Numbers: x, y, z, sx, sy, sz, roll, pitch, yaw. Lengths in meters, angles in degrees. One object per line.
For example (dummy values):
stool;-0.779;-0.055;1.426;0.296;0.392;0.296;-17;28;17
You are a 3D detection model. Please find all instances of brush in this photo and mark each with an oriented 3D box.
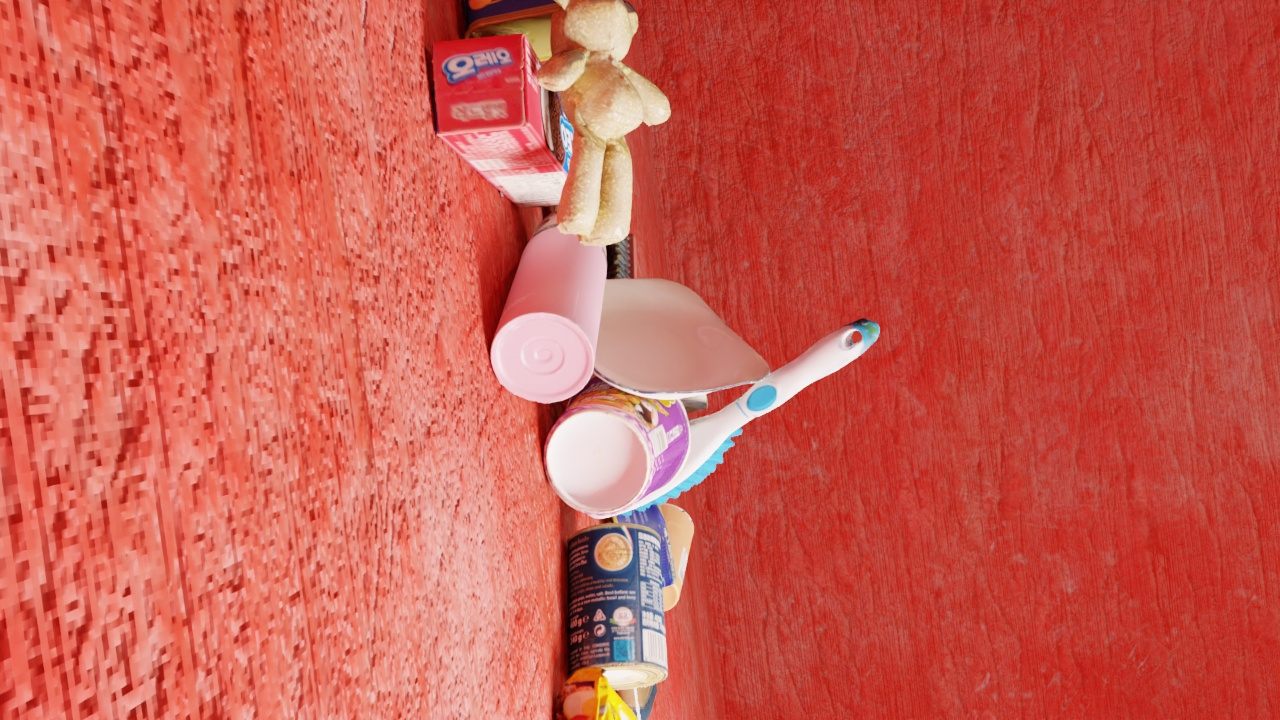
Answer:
brush;-0.031;-0.067;0.980;0.069;0.063;0.145;50;32;-55
brush;0.072;0.055;0.786;0.060;0.315;0.109;60;19;11

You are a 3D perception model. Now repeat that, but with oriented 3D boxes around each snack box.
snack box;-0.080;-0.149;0.608;0.207;0.058;0.057;25;61;-84

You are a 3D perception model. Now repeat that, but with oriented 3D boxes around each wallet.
wallet;-0.012;0.286;0.903;0.090;0.033;0.115;-52;131;-81

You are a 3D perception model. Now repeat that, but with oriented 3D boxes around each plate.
plate;0.005;-0.014;0.735;0.163;0.164;0.034;49;-49;42

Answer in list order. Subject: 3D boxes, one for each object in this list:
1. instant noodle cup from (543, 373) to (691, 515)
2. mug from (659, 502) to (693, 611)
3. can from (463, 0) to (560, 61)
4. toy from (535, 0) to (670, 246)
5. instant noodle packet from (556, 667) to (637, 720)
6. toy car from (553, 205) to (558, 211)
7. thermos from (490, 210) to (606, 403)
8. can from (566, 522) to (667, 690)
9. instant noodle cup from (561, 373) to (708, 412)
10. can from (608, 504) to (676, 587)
instant noodle cup;-0.023;0.068;0.718;0.099;0.112;0.111;-34;117;-73
mug;0.023;0.239;1.104;0.122;0.078;0.078;-79;161;-60
can;-0.070;-0.253;0.616;0.057;0.102;0.083;52;30;-78
toy;-0.029;-0.148;0.559;0.105;0.066;0.157;3;85;-41
instant noodle packet;-0.028;0.289;0.644;0.128;0.044;0.110;71;19;-48
toy car;-0.056;-0.101;0.868;0.158;0.042;0.070;71;13;-60
thermos;-0.051;-0.054;0.647;0.067;0.087;0.198;44;23;-19
can;-0.019;0.191;0.705;0.075;0.075;0.111;74;11;-57
instant noodle cup;-0.005;0.005;0.832;0.116;0.124;0.116;71;14;-65
can;0.001;0.189;0.954;0.148;0.049;0.074;80;-10;-47
